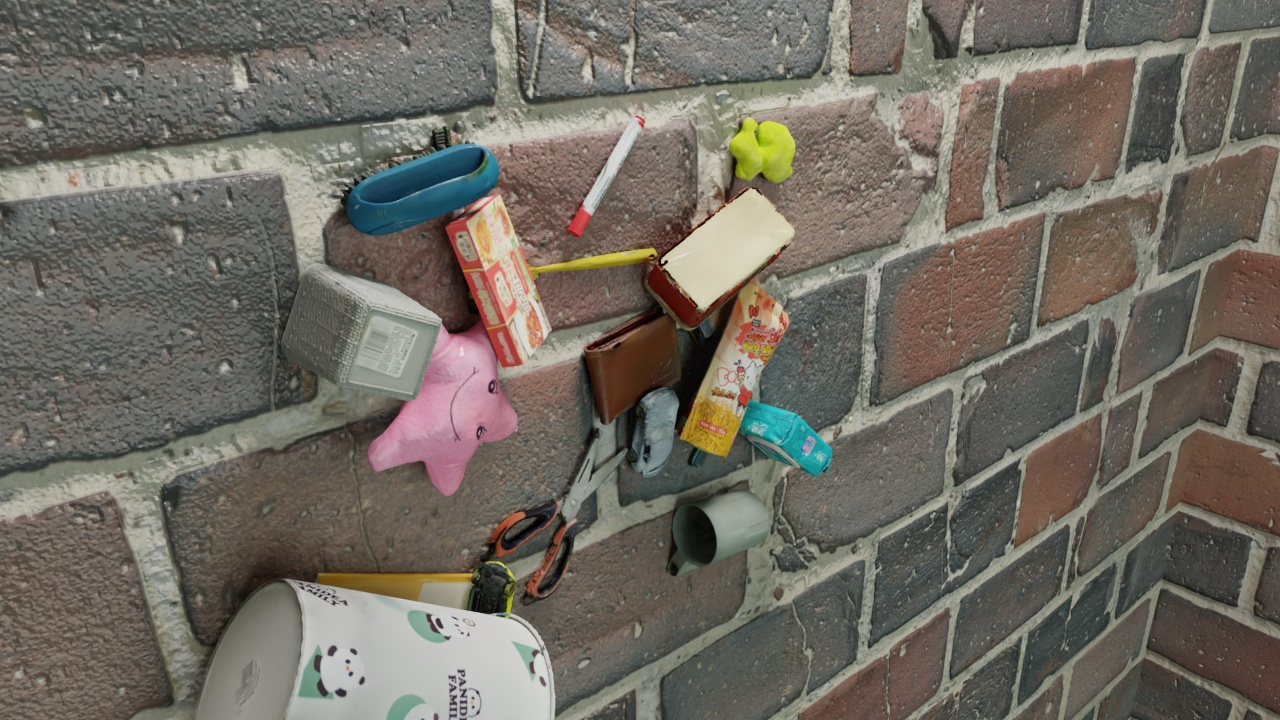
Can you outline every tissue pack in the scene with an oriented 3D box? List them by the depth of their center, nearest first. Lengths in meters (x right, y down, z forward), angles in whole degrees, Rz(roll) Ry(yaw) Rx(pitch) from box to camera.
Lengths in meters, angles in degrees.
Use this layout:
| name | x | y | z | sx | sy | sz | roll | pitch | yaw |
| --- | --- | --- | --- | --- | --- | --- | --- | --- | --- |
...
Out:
| name | x | y | z | sx | sy | sz | roll | pitch | yaw |
| --- | --- | --- | --- | --- | --- | --- | --- | --- | --- |
| tissue pack | 0.192 | 0.106 | 1.237 | 0.133 | 0.093 | 0.050 | 40 | 75 | -42 |

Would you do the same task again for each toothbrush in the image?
| name | x | y | z | sx | sy | sz | roll | pitch | yaw |
| --- | --- | --- | --- | --- | --- | --- | --- | --- | --- |
| toothbrush | -0.176 | -0.130 | 0.881 | 0.017 | 0.012 | 0.186 | -20 | 119 | -28 |
| toothbrush | -0.056 | -0.104 | 0.991 | 0.189 | 0.017 | 0.016 | -13 | 115 | -37 |
| toothbrush | 0.112 | 0.055 | 1.198 | 0.016 | 0.018 | 0.191 | 30 | 86 | -59 |

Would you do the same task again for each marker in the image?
| name | x | y | z | sx | sy | sz | roll | pitch | yaw |
| --- | --- | --- | --- | --- | --- | --- | --- | --- | --- |
| marker | -0.036 | -0.196 | 0.974 | 0.017 | 0.017 | 0.145 | 34 | 83 | -43 |

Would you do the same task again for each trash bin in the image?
| name | x | y | z | sx | sy | sz | roll | pitch | yaw |
| --- | --- | --- | --- | --- | --- | --- | --- | --- | --- |
| trash bin | -0.246 | 0.321 | 0.843 | 0.251 | 0.230 | 0.229 | 29 | 86 | -38 |

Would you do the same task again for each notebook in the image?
| name | x | y | z | sx | sy | sz | roll | pitch | yaw |
| --- | --- | --- | --- | --- | --- | --- | --- | --- | --- |
| notebook | -0.262 | 0.292 | 0.969 | 0.206 | 0.010 | 0.146 | 13 | 97 | -43 |

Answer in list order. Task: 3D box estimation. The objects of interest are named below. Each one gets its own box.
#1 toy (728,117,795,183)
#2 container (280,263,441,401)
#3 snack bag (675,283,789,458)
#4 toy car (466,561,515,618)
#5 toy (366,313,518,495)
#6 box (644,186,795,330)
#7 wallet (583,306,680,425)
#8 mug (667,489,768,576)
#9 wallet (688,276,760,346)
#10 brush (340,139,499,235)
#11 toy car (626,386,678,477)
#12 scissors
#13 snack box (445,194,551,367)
| name | x | y | z | sx | sy | sz | roll | pitch | yaw |
| --- | --- | --- | --- | --- | --- | --- | --- | --- | --- |
| toy | 0.150 | -0.253 | 1.104 | 0.100 | 0.031 | 0.097 | -36 | 125 | -25 |
| container | -0.239 | -0.022 | 0.796 | 0.090 | 0.114 | 0.090 | 15 | 97 | -44 |
| snack bag | 0.118 | 0.015 | 1.143 | 0.128 | 0.073 | 0.208 | 25 | 92 | -54 |
| toy car | -0.163 | 0.270 | 1.009 | 0.032 | 0.048 | 0.105 | -16 | 119 | -68 |
| toy | -0.176 | 0.036 | 0.902 | 0.178 | 0.075 | 0.194 | 30 | 76 | -54 |
| box | 0.096 | -0.120 | 1.051 | 0.168 | 0.078 | 0.091 | -40 | 85 | -22 |
| wallet | -0.006 | 0.006 | 1.069 | 0.124 | 0.032 | 0.101 | -30 | 126 | -28 |
| mug | 0.100 | 0.233 | 1.225 | 0.103 | 0.083 | 0.124 | -10 | 139 | -40 |
| wallet | 0.096 | -0.084 | 1.124 | 0.115 | 0.033 | 0.090 | -44 | 129 | -24 |
| brush | -0.189 | -0.150 | 0.811 | 0.143 | 0.073 | 0.055 | -26 | 124 | -21 |
| toy car | 0.018 | 0.087 | 1.104 | 0.054 | 0.037 | 0.121 | -20 | 133 | -35 |
| scissors | -0.095 | 0.185 | 1.070 | 0.225 | 0.015 | 0.189 | -21 | 119 | -33 |
| snack box | -0.135 | -0.076 | 0.891 | 0.075 | 0.025 | 0.153 | -59 | 136 | -55 |
